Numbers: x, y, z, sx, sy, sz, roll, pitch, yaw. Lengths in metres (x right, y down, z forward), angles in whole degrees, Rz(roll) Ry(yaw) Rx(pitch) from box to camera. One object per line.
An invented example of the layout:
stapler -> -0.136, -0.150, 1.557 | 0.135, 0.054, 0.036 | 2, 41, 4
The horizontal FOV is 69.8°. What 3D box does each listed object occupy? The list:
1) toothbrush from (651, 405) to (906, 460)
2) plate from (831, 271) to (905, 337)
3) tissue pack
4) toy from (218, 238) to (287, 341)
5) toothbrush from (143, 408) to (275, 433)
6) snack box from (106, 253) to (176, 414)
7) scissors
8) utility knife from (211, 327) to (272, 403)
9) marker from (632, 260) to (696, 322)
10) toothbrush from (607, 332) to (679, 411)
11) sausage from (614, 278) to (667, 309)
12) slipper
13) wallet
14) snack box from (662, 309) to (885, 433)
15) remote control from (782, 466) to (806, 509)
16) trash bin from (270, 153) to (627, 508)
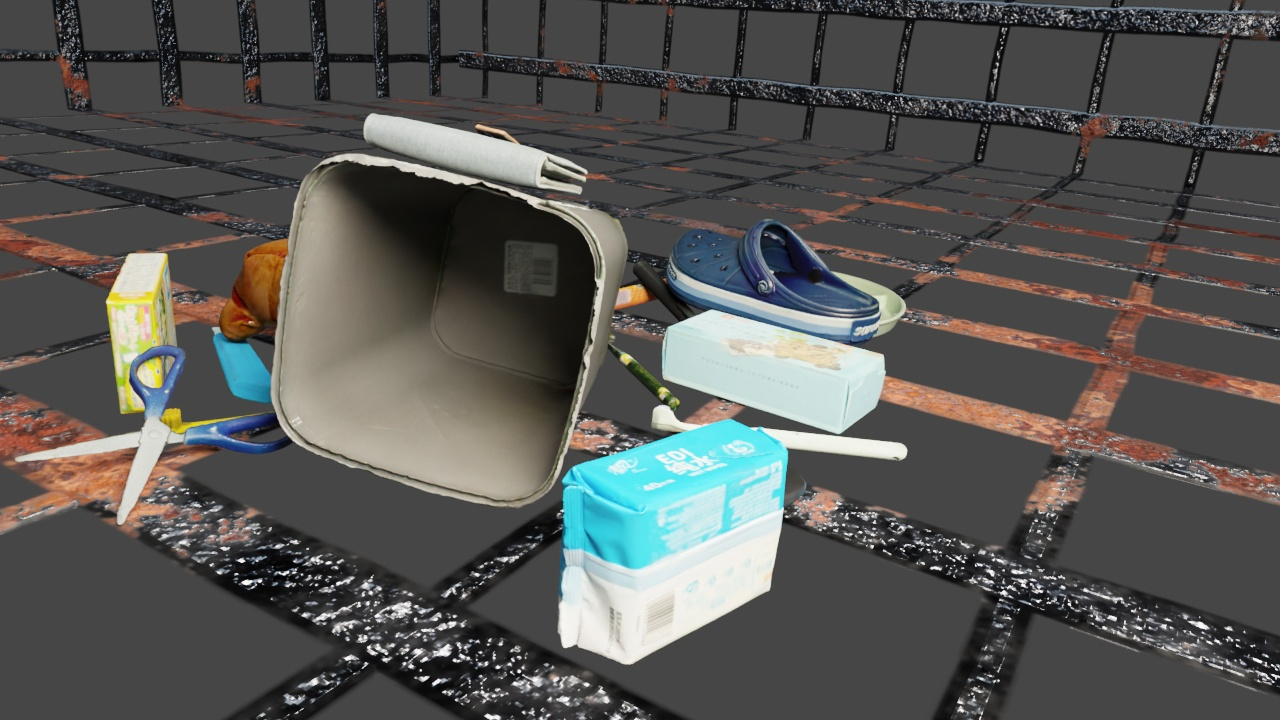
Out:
toothbrush -> 0.103, 0.056, 0.685 | 0.189, 0.029, 0.020 | 7, 63, 6
plate -> 0.174, -0.065, 1.013 | 0.230, 0.027, 0.230 | 4, 20, -2
tissue pack -> 0.016, 0.088, 0.477 | 0.139, 0.090, 0.063 | -14, 27, -41
toy -> -0.271, -0.073, 0.824 | 0.140, 0.131, 0.199 | 17, 38, 4
toothbrush -> -0.257, 0.037, 0.670 | 0.189, 0.017, 0.016 | -5, 23, -23
snack box -> -0.384, -0.025, 0.712 | 0.033, 0.087, 0.140 | -4, 22, -24
scissors -> -0.307, 0.044, 0.601 | 0.162, 0.012, 0.175 | 8, 34, -29
utility knife -> -0.335, -0.003, 0.764 | 0.034, 0.018, 0.186 | 9, 13, -34
marker -> 0.027, -0.069, 0.968 | 0.020, 0.022, 0.132 | -31, 42, -7
toothbrush -> -0.005, 0.005, 0.813 | 0.017, 0.012, 0.186 | 7, 17, -25
sausage -> -0.004, -0.072, 1.008 | 0.021, 0.021, 0.164 | 21, 26, 38
slipper -> 0.122, -0.087, 0.899 | 0.104, 0.095, 0.253 | -13, 30, -41
wallet -> -0.111, -0.147, 0.650 | 0.130, 0.037, 0.106 | 15, 9, 13
snack box -> 0.109, 0.005, 0.774 | 0.175, 0.052, 0.074 | 18, 25, 31
remote control -> 0.042, 0.089, 0.573 | 0.136, 0.024, 0.053 | -8, 25, -27
trash bin -> -0.110, -0.039, 0.653 | 0.199, 0.199, 0.219 | 16, 16, 6
